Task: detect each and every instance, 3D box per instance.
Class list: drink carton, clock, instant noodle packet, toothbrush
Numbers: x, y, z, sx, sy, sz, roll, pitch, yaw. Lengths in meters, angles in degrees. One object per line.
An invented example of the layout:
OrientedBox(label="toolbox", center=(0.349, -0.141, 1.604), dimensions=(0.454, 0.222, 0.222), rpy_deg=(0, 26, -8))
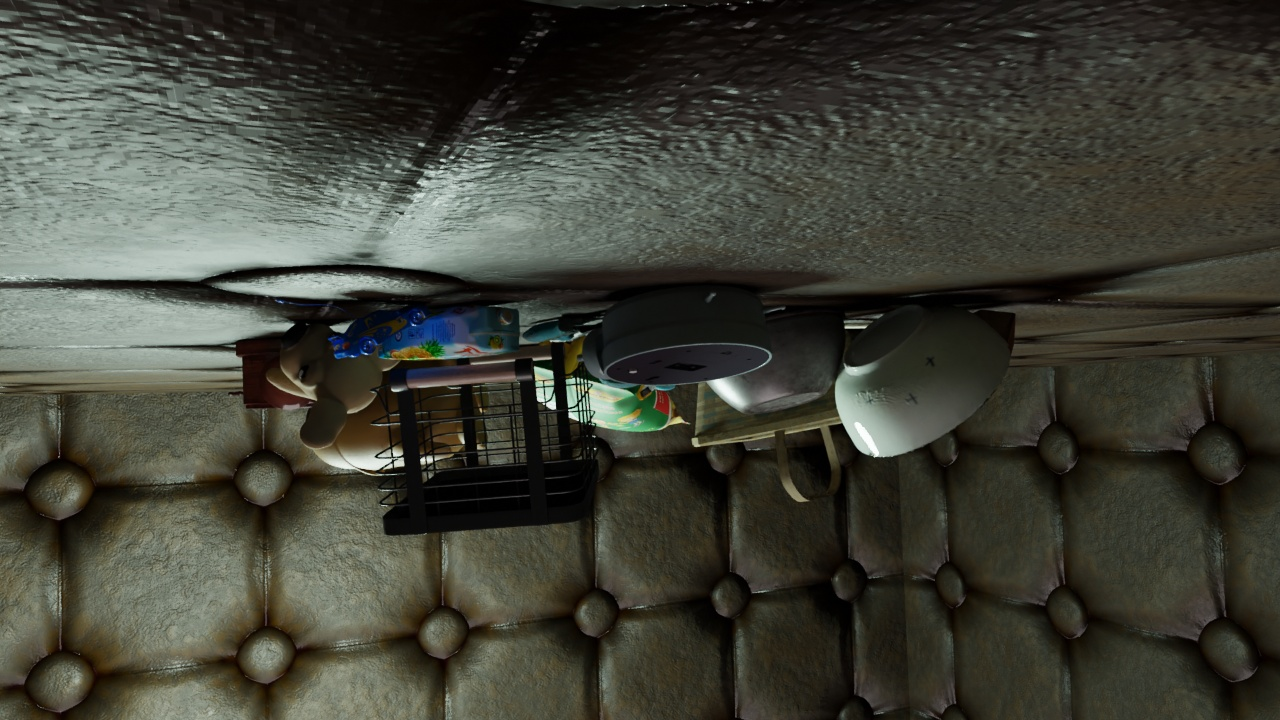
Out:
OrientedBox(label="drink carton", center=(-0.150, -0.021, 0.715), dimensions=(0.129, 0.038, 0.044), rpy_deg=(-3, 177, 35))
OrientedBox(label="clock", center=(-0.359, 0.016, 0.974), dimensions=(0.158, 0.072, 0.120), rpy_deg=(-3, 177, 42))
OrientedBox(label="clock", center=(0.024, -0.013, 0.680), dimensions=(0.122, 0.045, 0.160), rpy_deg=(7, 163, -41))
OrientedBox(label="instant noodle packet", center=(-0.059, 0.041, 1.238), dimensions=(0.196, 0.090, 0.252), rpy_deg=(14, 172, 23))
OrientedBox(label="toothbrush", center=(0.028, 0.004, 0.933), dimensions=(0.031, 0.031, 0.196), rpy_deg=(-34, -175, 24))

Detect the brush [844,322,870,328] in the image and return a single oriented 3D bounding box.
OrientedBox(label="brush", center=(0.225, -0.036, 0.943), dimensions=(0.217, 0.012, 0.033), rpy_deg=(-1, 178, -33))

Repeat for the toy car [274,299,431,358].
OrientedBox(label="toy car", center=(-0.202, -0.037, 0.652), dimensions=(0.091, 0.062, 0.033), rpy_deg=(-37, -162, -34))

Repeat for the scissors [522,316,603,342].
OrientedBox(label="scissors", center=(-0.068, -0.028, 0.826), dimensions=(0.138, 0.019, 0.129), rpy_deg=(-5, 176, 14))

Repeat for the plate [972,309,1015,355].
OrientedBox(label="plate", center=(0.288, 0.004, 0.838), dimensions=(0.131, 0.025, 0.131), rpy_deg=(-39, -167, 11))

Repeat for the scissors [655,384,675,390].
OrientedBox(label="scissors", center=(-0.007, 0.005, 0.975), dimensions=(0.063, 0.015, 0.138), rpy_deg=(9, -169, -19))

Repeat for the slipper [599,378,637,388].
OrientedBox(label="slipper", center=(0.004, -0.007, 0.874), dimensions=(0.098, 0.054, 0.269), rpy_deg=(-15, -179, -7))

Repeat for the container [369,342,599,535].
OrientedBox(label="container", center=(-0.127, 0.059, 0.806), dimensions=(0.163, 0.130, 0.241), rpy_deg=(-5, -176, 2))

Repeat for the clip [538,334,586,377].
OrientedBox(label="clip", center=(-0.084, -0.012, 0.981), dimensions=(0.047, 0.053, 0.039), rpy_deg=(29, 167, -14))

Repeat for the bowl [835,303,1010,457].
OrientedBox(label="bowl", center=(0.228, 0.005, 0.785), dimensions=(0.153, 0.073, 0.153), rpy_deg=(-38, -166, 12))

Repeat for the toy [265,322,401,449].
OrientedBox(label="toy", center=(-0.273, 0.011, 0.803), dimensions=(0.106, 0.134, 0.108), rpy_deg=(46, 155, -24))

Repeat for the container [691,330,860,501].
OrientedBox(label="container", center=(0.201, 0.079, 1.141), dimensions=(0.251, 0.186, 0.157), rpy_deg=(-15, 171, 33))

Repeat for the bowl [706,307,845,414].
OrientedBox(label="bowl", center=(0.124, 0.007, 0.842), dimensions=(0.145, 0.067, 0.145), rpy_deg=(-12, 167, -3))

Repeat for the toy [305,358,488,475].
OrientedBox(label="toy", center=(-0.290, 0.069, 1.079), dimensions=(0.203, 0.163, 0.198), rpy_deg=(-16, -144, 3))
